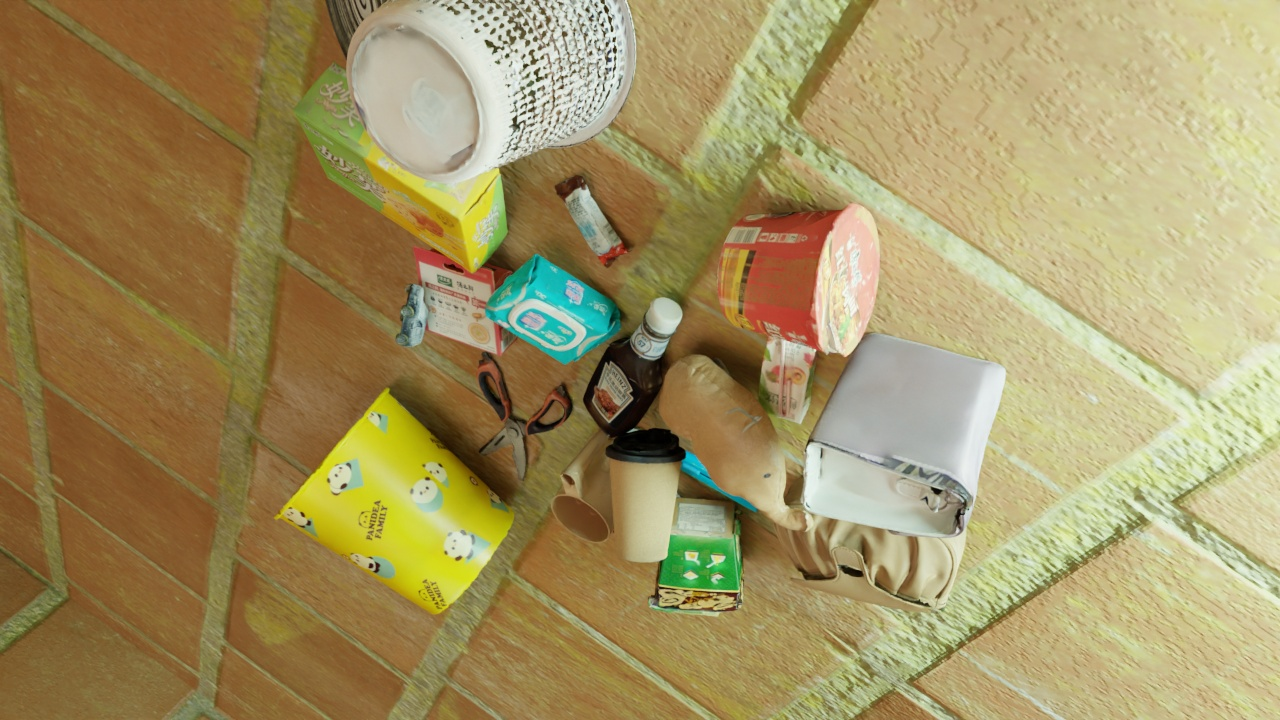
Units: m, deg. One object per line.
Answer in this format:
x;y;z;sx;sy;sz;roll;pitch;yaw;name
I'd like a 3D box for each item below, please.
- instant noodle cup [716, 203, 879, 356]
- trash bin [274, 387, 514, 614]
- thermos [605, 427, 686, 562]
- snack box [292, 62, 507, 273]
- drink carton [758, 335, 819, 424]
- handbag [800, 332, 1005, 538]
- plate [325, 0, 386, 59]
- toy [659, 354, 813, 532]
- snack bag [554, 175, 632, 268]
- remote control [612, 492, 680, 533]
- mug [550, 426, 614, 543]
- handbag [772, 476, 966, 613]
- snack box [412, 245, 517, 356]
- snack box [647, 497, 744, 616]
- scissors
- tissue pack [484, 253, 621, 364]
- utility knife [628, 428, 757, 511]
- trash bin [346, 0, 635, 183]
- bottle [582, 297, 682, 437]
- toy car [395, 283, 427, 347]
0.143;-0.079;0.841;0.109;0.137;0.138;12;129;35;instant noodle cup
-0.333;0.206;1.285;0.255;0.228;0.230;41;135;-11;trash bin
0.004;0.154;1.056;0.093;0.092;0.143;5;97;28;thermos
-0.247;-0.197;0.972;0.210;0.070;0.158;33;165;4;snack box
0.154;0.006;0.951;0.053;0.045;0.123;17;131;18;drink carton
0.243;0.068;0.842;0.145;0.196;0.098;9;126;25;handbag
-0.275;-0.357;0.902;0.179;0.024;0.180;39;141;41;plate
0.103;0.091;0.982;0.226;0.082;0.144;51;161;19;toy
-0.051;-0.146;0.969;0.045;0.026;0.105;-15;115;48;snack bag
0.002;0.200;1.210;0.136;0.020;0.056;-18;112;39;remote control
-0.053;0.147;1.135;0.084;0.103;0.125;13;135;28;mug
0.248;0.208;1.013;0.205;0.099;0.148;4;123;33;handbag
-0.208;-0.080;1.102;0.113;0.044;0.127;19;133;19;snack box
0.072;0.233;1.129;0.117;0.118;0.106;3;116;6;snack box
-0.162;0.080;1.221;0.189;0.015;0.227;3;126;29;scissors
-0.097;-0.053;1.031;0.133;0.050;0.093;31;137;-24;tissue pack
0.052;0.123;1.123;0.214;0.018;0.034;27;134;12;utility knife
-0.144;-0.264;0.821;0.228;0.191;0.228;16;131;20;trash bin
-0.006;0.006;1.039;0.080;0.043;0.195;53;138;22;bottle
-0.274;-0.053;1.105;0.034;0.042;0.091;13;140;-11;toy car
